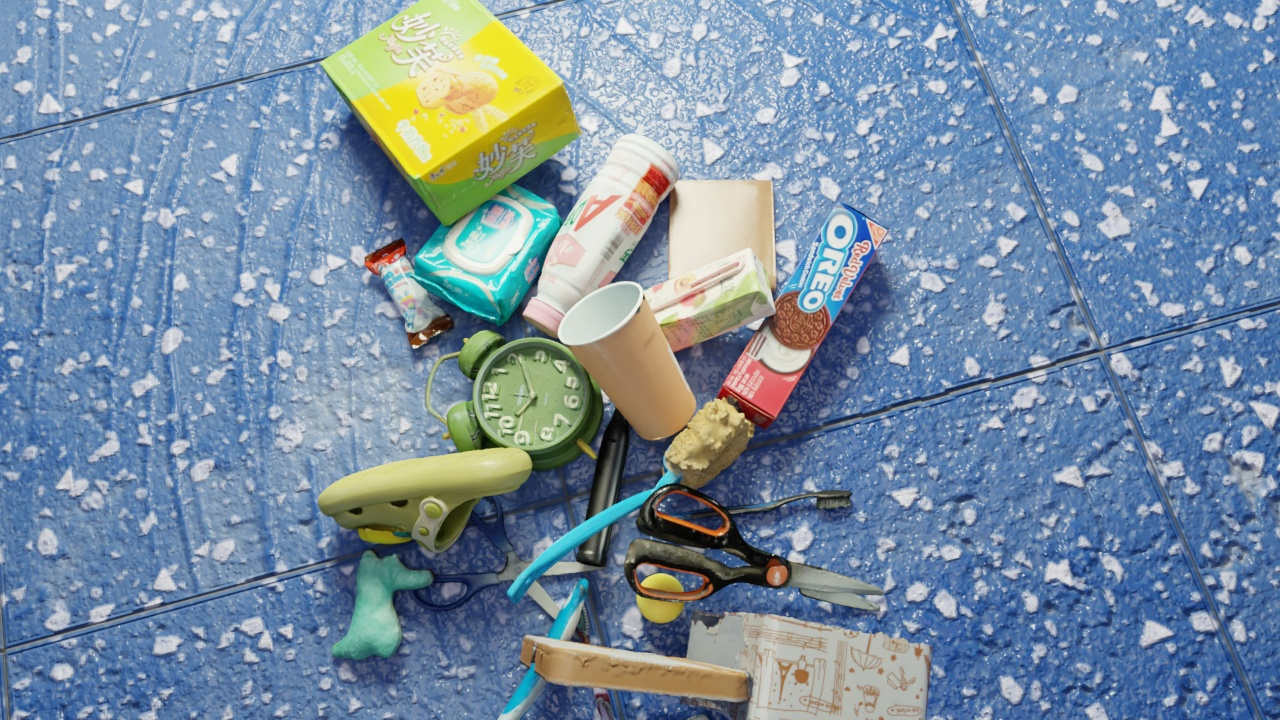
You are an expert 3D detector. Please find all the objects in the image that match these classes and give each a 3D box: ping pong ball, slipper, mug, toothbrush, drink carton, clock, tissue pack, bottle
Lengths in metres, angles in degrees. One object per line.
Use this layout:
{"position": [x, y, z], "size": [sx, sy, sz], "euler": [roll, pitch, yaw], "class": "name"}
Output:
{"position": [0.017, 0.198, 0.763], "size": [0.040, 0.040, 0.040], "euler": [0, 74, 2], "class": "ping pong ball"}
{"position": [-0.175, 0.120, 0.753], "size": [0.191, 0.091, 0.081], "euler": [-12, 87, 18], "class": "slipper"}
{"position": [-0.005, 0.004, 0.769], "size": [0.078, 0.078, 0.123], "euler": [-38, 121, -9], "class": "mug"}
{"position": [-0.029, 0.280, 0.736], "size": [0.016, 0.017, 0.187], "euler": [-18, 68, -2], "class": "toothbrush"}
{"position": [0.052, -0.050, 0.802], "size": [0.123, 0.045, 0.053], "euler": [-21, 51, 21], "class": "drink carton"}
{"position": [-0.109, 0.033, 0.806], "size": [0.161, 0.056, 0.116], "euler": [7, 73, 4], "class": "clock"}
{"position": [0.090, 0.131, 0.795], "size": [0.189, 0.014, 0.016], "euler": [-8, 98, 0], "class": "toothbrush"}
{"position": [-0.138, -0.100, 0.838], "size": [0.093, 0.050, 0.133], "euler": [25, 65, 9], "class": "tissue pack"}
{"position": [-0.023, 0.073, 0.806], "size": [0.026, 0.027, 0.212], "euler": [-1, 68, 32], "class": "toothbrush"}
{"position": [-0.040, -0.112, 0.842], "size": [0.068, 0.068, 0.196], "euler": [30, 81, 10], "class": "bottle"}

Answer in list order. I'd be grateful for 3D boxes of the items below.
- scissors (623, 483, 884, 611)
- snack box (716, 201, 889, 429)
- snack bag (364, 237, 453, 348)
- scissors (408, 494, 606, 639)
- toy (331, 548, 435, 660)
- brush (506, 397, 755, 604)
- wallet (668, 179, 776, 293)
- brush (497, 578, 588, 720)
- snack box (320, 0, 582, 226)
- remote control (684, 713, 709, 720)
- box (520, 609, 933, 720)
{"position": [0.102, 0.156, 0.745], "size": [0.234, 0.022, 0.148], "euler": [-5, 97, -11], "class": "scissors"}
{"position": [0.145, -0.041, 0.819], "size": [0.057, 0.058, 0.207], "euler": [32, 78, 7], "class": "snack box"}
{"position": [-0.216, -0.063, 0.852], "size": [0.045, 0.026, 0.105], "euler": [-30, 78, -14], "class": "snack bag"}
{"position": [-0.119, 0.175, 0.790], "size": [0.162, 0.012, 0.174], "euler": [-24, 76, -7], "class": "scissors"}
{"position": [-0.217, 0.203, 0.771], "size": [0.097, 0.030, 0.091], "euler": [-8, 72, 19], "class": "toy"}
{"position": [-0.005, 0.114, 0.755], "size": [0.254, 0.083, 0.046], "euler": [-35, 66, -16], "class": "brush"}
{"position": [0.077, -0.117, 0.863], "size": [0.101, 0.020, 0.115], "euler": [1, 71, 3], "class": "wallet"}
{"position": [-0.138, 0.311, 0.723], "size": [0.109, 0.060, 0.314], "euler": [17, 81, 0], "class": "brush"}
{"position": [-0.178, -0.243, 0.852], "size": [0.157, 0.070, 0.210], "euler": [-36, 60, -8], "class": "snack box"}
{"position": [0.001, 0.332, 0.737], "size": [0.135, 0.019, 0.056], "euler": [-18, 74, -3], "class": "remote control"}
{"position": [0.051, 0.221, 0.658], "size": [0.259, 0.177, 0.082], "euler": [11, 74, -11], "class": "box"}
